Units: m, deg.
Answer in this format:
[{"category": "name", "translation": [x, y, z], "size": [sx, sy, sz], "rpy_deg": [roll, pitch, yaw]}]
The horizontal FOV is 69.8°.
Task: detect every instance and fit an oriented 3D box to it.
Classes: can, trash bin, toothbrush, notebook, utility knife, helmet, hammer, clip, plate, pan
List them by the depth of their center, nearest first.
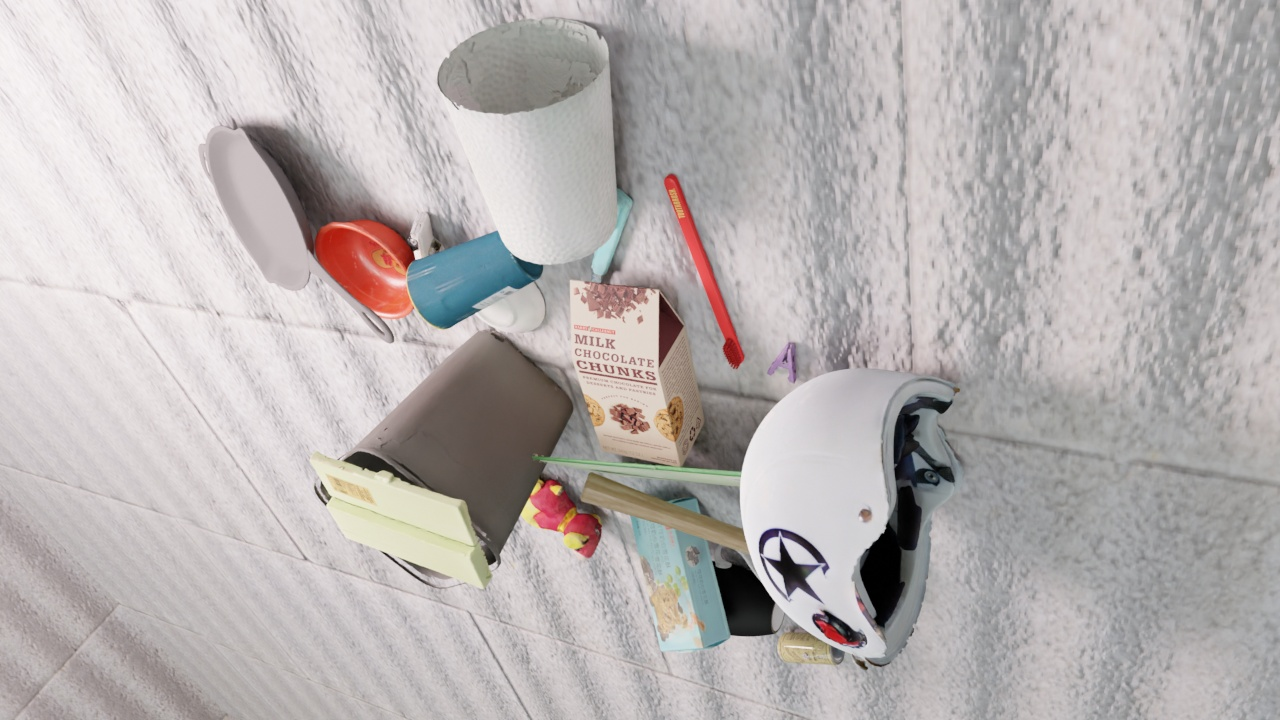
[{"category": "trash bin", "translation": [-0.081, -0.173, 0.754], "size": [0.133, 0.133, 0.161], "rpy_deg": [15, 143, 20]}, {"category": "helmet", "translation": [0.177, 0.133, 0.816], "size": [0.164, 0.235, 0.264], "rpy_deg": [10, 130, 32]}, {"category": "toothbrush", "translation": [0.059, -0.074, 0.843], "size": [0.012, 0.017, 0.213], "rpy_deg": [1, 131, 33]}, {"category": "clip", "translation": [0.135, 0.002, 0.878], "size": [0.046, 0.014, 0.050], "rpy_deg": [2, 135, 36]}, {"category": "utility knife", "translation": [-0.039, -0.095, 0.887], "size": [0.022, 0.015, 0.178], "rpy_deg": [29, 139, 6]}, {"category": "notebook", "translation": [0.037, 0.121, 0.982], "size": [0.253, 0.010, 0.181], "rpy_deg": [0, 169, 33]}, {"category": "plate", "translation": [-0.154, -0.065, 0.988], "size": [0.104, 0.026, 0.104], "rpy_deg": [18, 138, 17]}, {"category": "pan", "translation": [-0.374, -0.132, 0.999], "size": [0.354, 0.024, 0.217], "rpy_deg": [40, 143, 21]}, {"category": "hammer", "translation": [0.090, 0.193, 1.027], "size": [0.323, 0.051, 0.118], "rpy_deg": [19, 141, -1]}, {"category": "trash bin", "translation": [-0.209, 0.104, 1.045], "size": [0.197, 0.219, 0.198], "rpy_deg": [44, 140, -14]}, {"category": "can", "translation": [0.219, 0.371, 1.183], "size": [0.080, 0.038, 0.038], "rpy_deg": [-13, 123, 41]}]

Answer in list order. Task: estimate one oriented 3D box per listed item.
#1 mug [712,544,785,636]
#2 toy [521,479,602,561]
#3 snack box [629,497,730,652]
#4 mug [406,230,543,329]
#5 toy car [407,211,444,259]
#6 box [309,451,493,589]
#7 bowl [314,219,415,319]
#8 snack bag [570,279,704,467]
[{"category": "mug", "translation": [0.124, 0.283, 1.129], "size": [0.100, 0.084, 0.119], "rpy_deg": [8, 105, 29]}, {"category": "toy", "translation": [-0.109, 0.200, 1.213], "size": [0.137, 0.067, 0.106], "rpy_deg": [31, 140, 21]}, {"category": "snack box", "translation": [0.046, 0.255, 1.095], "size": [0.075, 0.053, 0.174], "rpy_deg": [-23, 78, 45]}, {"category": "mug", "translation": [-0.162, -0.086, 0.918], "size": [0.122, 0.078, 0.078], "rpy_deg": [-20, 120, 24]}, {"category": "toy car", "translation": [-0.220, -0.103, 0.986], "size": [0.039, 0.039, 0.113], "rpy_deg": [3, 135, 3]}, {"category": "box", "translation": [-0.246, 0.163, 0.940], "size": [0.187, 0.024, 0.137], "rpy_deg": [15, 135, 20]}, {"category": "bowl", "translation": [-0.293, -0.109, 1.017], "size": [0.130, 0.045, 0.131], "rpy_deg": [18, 139, 17]}, {"category": "snack bag", "translation": [-0.005, 0.005, 0.927], "size": [0.094, 0.069, 0.207], "rpy_deg": [9, 136, 25]}]
